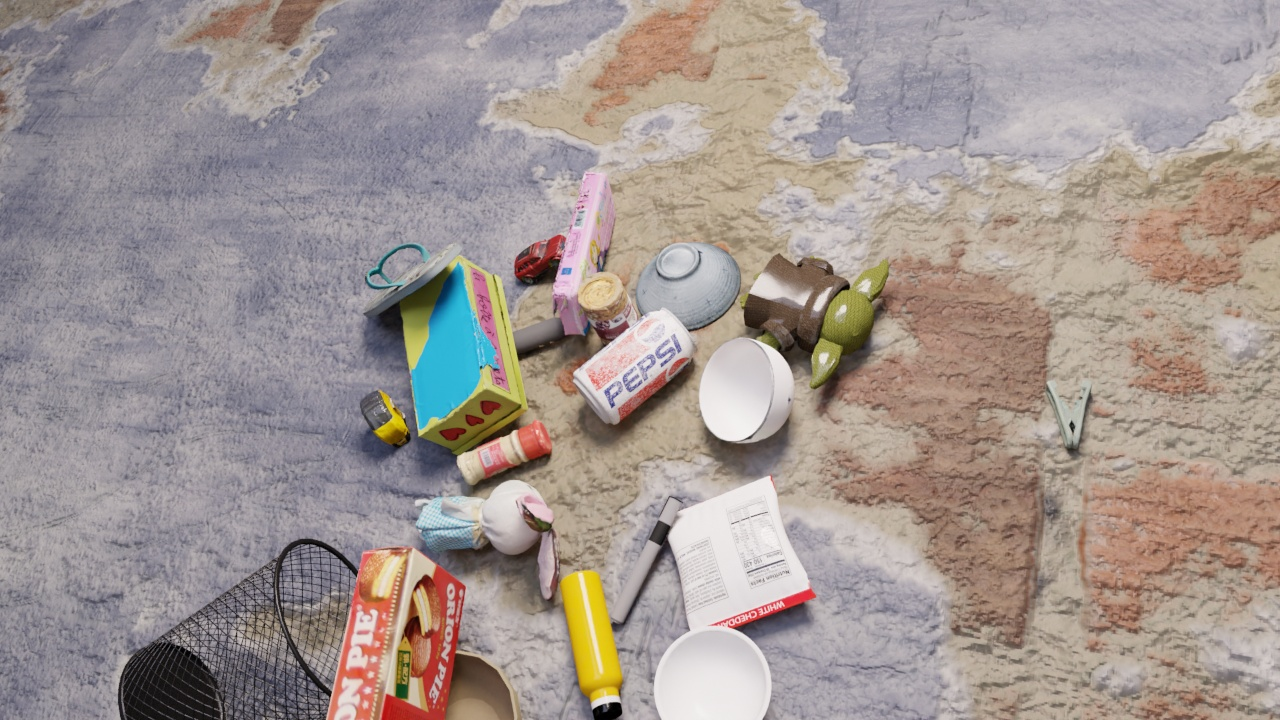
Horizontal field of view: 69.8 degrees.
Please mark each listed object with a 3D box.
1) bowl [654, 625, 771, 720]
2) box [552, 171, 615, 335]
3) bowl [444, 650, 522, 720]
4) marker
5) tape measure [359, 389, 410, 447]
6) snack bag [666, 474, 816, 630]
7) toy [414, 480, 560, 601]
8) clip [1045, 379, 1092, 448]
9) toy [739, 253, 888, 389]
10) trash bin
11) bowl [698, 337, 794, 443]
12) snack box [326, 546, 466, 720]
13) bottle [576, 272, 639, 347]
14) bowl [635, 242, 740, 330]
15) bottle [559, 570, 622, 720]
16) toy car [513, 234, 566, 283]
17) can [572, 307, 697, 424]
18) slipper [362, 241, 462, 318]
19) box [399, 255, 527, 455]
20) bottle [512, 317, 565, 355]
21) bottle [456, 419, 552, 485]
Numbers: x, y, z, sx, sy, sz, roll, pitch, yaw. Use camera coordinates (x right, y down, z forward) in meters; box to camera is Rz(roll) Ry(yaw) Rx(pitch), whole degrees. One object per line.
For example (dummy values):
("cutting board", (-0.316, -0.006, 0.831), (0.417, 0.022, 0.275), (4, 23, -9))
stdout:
("bowl", (0.071, 0.310, 0.862), (0.110, 0.040, 0.109), (-9, 55, 14))
("box", (-0.078, -0.142, 1.168), (0.053, 0.085, 0.229), (0, 50, 13))
("bowl", (-0.183, 0.370, 0.907), (0.152, 0.050, 0.152), (-10, 55, 14))
("marker", (0.006, 0.207, 0.954), (0.016, 0.016, 0.140), (21, 78, 30))
("tape measure", (-0.318, 0.069, 1.147), (0.037, 0.064, 0.065), (-34, 54, -2))
("snack bag", (0.093, 0.196, 0.928), (0.131, 0.039, 0.143), (-23, 49, 9))
("toy", (-0.165, 0.180, 1.018), (0.206, 0.131, 0.105), (0, 27, 29))
("clip", (0.429, 0.054, 0.914), (0.059, 0.023, 0.075), (0, 56, 21))
("toy", (0.189, -0.059, 1.040), (0.153, 0.078, 0.179), (26, 69, 23))
("trash bin", (-0.401, 0.316, 0.951), (0.210, 0.184, 0.184), (-29, 53, 7))
("bowl", (0.123, 0.036, 0.997), (0.114, 0.063, 0.113), (-15, 70, 50))
("snack box", (-0.231, 0.306, 0.863), (0.060, 0.113, 0.235), (-7, 56, 16))
("bottle", (-0.033, -0.054, 1.099), (0.056, 0.105, 0.056), (-9, 55, 14))
("bowl", (0.052, -0.108, 1.135), (0.137, 0.057, 0.136), (-9, 56, 14))
("bottle", (-0.047, 0.285, 0.919), (0.043, 0.043, 0.143), (-21, 53, 6))
("toy car", (-0.132, -0.137, 1.221), (0.091, 0.036, 0.042), (-22, 46, 34))
("can", (-0.006, 0.006, 1.068), (0.136, 0.078, 0.078), (-39, 54, -8))
("slipper", (-0.313, -0.110, 1.182), (0.098, 0.055, 0.269), (-51, 21, -25))
("box", (-0.222, -0.007, 1.138), (0.125, 0.080, 0.220), (-36, 53, 20))
("bottle", (-0.120, -0.036, 1.166), (0.113, 0.030, 0.030), (-19, 53, 7))
("bottle", (-0.160, 0.109, 1.078), (0.109, 0.044, 0.044), (-24, 53, 5))
